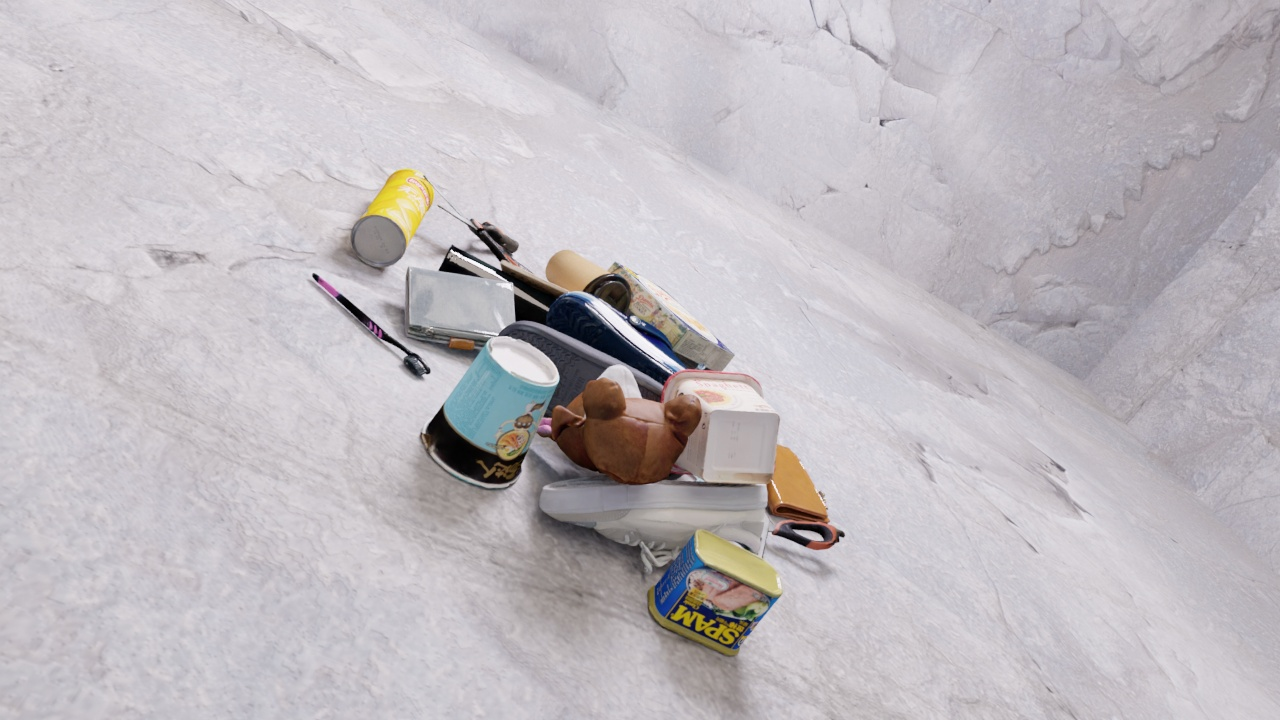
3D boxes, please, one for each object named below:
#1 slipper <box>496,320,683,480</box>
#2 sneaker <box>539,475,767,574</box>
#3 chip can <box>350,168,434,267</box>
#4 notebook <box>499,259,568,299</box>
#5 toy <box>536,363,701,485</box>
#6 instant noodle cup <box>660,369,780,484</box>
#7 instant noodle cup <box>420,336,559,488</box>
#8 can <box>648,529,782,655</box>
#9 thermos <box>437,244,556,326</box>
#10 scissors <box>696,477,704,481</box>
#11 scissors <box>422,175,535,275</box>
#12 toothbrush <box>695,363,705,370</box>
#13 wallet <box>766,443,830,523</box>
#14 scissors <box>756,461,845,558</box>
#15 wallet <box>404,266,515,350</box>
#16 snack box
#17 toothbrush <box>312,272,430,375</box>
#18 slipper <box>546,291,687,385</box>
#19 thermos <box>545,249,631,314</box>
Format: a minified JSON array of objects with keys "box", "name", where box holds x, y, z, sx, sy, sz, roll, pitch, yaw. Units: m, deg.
[{"box":[-0.046,0.036,1.073,0.268,0.111,0.083,31,19,5],"name":"slipper"},{"box":[0.014,0.166,0.931,0.242,0.090,0.090,4,-3,-18],"name":"sneaker"},{"box":[-0.328,-0.193,1.226,0.072,0.072,0.213,26,24,-15],"name":"chip can"},{"box":[-0.089,-0.070,1.234,0.207,0.008,0.148,25,-11,0],"name":"notebook"},{"box":[-0.027,0.062,0.924,0.140,0.130,0.200,14,-14,-15],"name":"toy"},{"box":[0.086,0.076,0.966,0.116,0.117,0.124,4,8,-15],"name":"instant noodle cup"},{"box":[-0.141,0.045,0.902,0.111,0.121,0.111,27,23,-12],"name":"instant noodle cup"},{"box":[0.071,0.219,0.870,0.102,0.083,0.057,27,22,-12],"name":"can"},{"box":[-0.152,-0.058,1.184,0.242,0.069,0.089,27,40,-13],"name":"thermos"},{"box":[0.081,0.143,1.141,0.134,0.017,0.133,4,40,-54],"name":"scissors"},{"box":[-0.222,-0.182,1.334,0.232,0.022,0.220,48,8,1],"name":"scissors"},{"box":[0.061,0.037,1.268,0.016,0.017,0.187,36,25,6],"name":"toothbrush"},{"box":[0.192,0.159,1.226,0.107,0.031,0.131,19,31,-33],"name":"wallet"},{"box":[0.149,0.185,1.101,0.222,0.015,0.189,7,39,-31],"name":"scissors"},{"box":[-0.216,-0.057,1.098,0.129,0.037,0.106,8,53,-23],"name":"wallet"},{"box":[0.043,-0.066,1.435,0.182,0.046,0.177,45,11,28],"name":"snack box"},{"box":[-0.302,-0.041,1.015,0.189,0.014,0.017,38,35,15],"name":"toothbrush"},{"box":[-0.007,0.007,1.144,0.253,0.105,0.095,39,34,6],"name":"slipper"},{"box":[-0.081,-0.107,1.363,0.093,0.093,0.143,9,23,-45],"name":"thermos"}]
